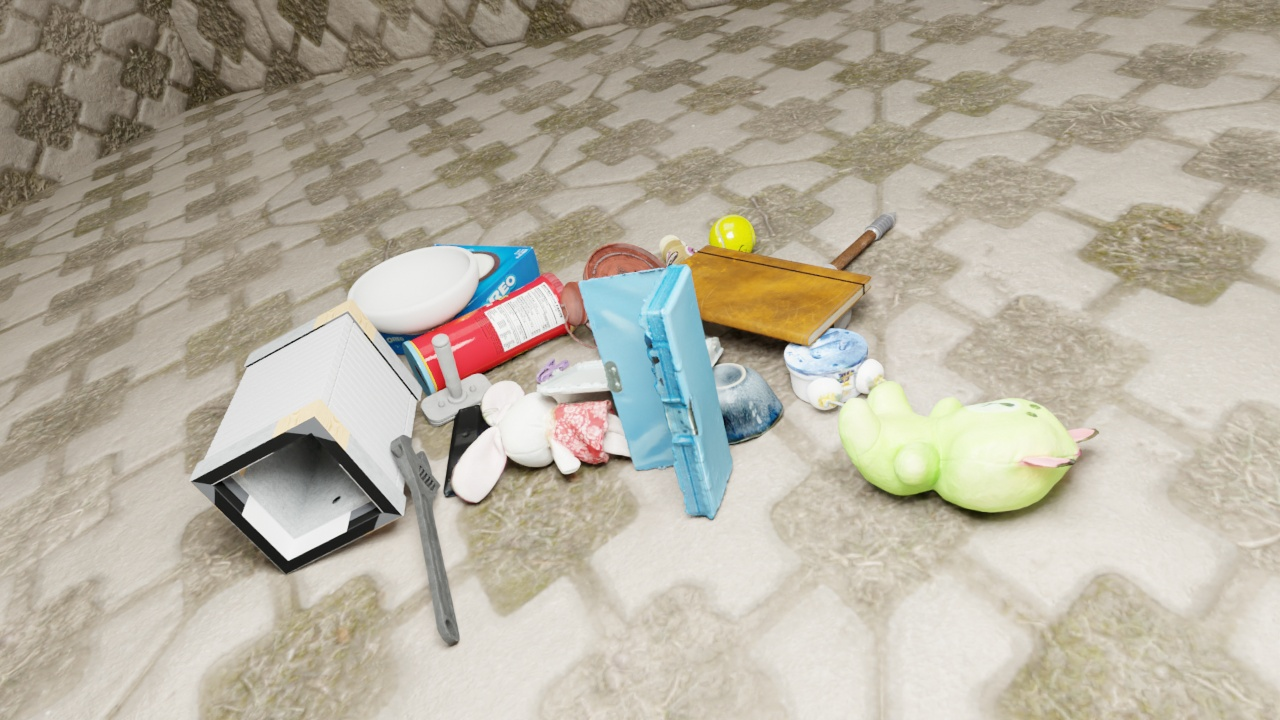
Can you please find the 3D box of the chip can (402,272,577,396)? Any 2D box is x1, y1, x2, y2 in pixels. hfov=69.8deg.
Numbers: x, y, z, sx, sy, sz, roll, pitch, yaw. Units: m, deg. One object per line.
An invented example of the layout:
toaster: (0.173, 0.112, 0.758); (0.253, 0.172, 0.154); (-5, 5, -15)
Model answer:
chip can: (-0.193, -0.033, 1.193); (0.213, 0.087, 0.087); (-28, 34, -20)

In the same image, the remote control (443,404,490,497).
remote control: (-0.197, 0.097, 1.045); (0.047, 0.022, 0.150); (-14, 32, 2)

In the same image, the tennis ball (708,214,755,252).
tennis ball: (0.130, -0.173, 1.302); (0.065, 0.065, 0.065); (-11, 31, 6)

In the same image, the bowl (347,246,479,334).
bowl: (-0.295, -0.083, 1.225); (0.177, 0.066, 0.176); (-10, 33, 7)

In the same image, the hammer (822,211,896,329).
hammer: (0.267, -0.132, 1.210); (0.156, 0.043, 0.321); (13, 38, 38)

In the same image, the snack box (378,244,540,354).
snack box: (-0.290, -0.094, 1.357); (0.196, 0.056, 0.238); (5, 37, 28)

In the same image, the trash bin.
trash bin: (-0.348, 0.073, 0.999); (0.142, 0.142, 0.246); (-27, 30, 8)

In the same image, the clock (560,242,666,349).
clock: (-0.033, -0.073, 1.160); (0.120, 0.072, 0.157); (41, 53, 6)

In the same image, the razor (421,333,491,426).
razor: (-0.228, 0.015, 1.100); (0.088, 0.116, 0.047); (-27, 49, -20)

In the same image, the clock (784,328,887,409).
clock: (0.208, 0.013, 0.984); (0.088, 0.052, 0.125); (-19, 31, -8)

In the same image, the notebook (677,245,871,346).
notebook: (0.132, -0.089, 1.105); (0.250, 0.014, 0.177); (16, 37, 34)

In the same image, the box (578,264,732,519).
box: (0.009, 0.033, 0.861); (0.112, 0.232, 0.094); (-3, 33, 20)

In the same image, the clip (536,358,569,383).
clip: (-0.108, 0.011, 1.157); (0.043, 0.014, 0.051); (-7, 29, 8)

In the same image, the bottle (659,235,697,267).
bottle: (0.062, -0.131, 1.268); (0.059, 0.060, 0.166); (-18, 31, -6)

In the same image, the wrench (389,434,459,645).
wrench: (-0.209, 0.166, 0.900); (0.018, 0.073, 0.273); (-33, 40, 3)

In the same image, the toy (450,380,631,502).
toy: (-0.097, 0.077, 0.982); (0.194, 0.084, 0.158); (-2, 48, 12)

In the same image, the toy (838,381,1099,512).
toy: (0.282, 0.080, 0.809); (0.197, 0.107, 0.149); (18, 20, 29)

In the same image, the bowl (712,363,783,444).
bowl: (0.094, 0.038, 0.988); (0.110, 0.055, 0.110); (-11, 31, 6)

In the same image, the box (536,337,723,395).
box: (-0.004, 0.010, 1.020); (0.191, 0.045, 0.209); (-9, 5, 8)
